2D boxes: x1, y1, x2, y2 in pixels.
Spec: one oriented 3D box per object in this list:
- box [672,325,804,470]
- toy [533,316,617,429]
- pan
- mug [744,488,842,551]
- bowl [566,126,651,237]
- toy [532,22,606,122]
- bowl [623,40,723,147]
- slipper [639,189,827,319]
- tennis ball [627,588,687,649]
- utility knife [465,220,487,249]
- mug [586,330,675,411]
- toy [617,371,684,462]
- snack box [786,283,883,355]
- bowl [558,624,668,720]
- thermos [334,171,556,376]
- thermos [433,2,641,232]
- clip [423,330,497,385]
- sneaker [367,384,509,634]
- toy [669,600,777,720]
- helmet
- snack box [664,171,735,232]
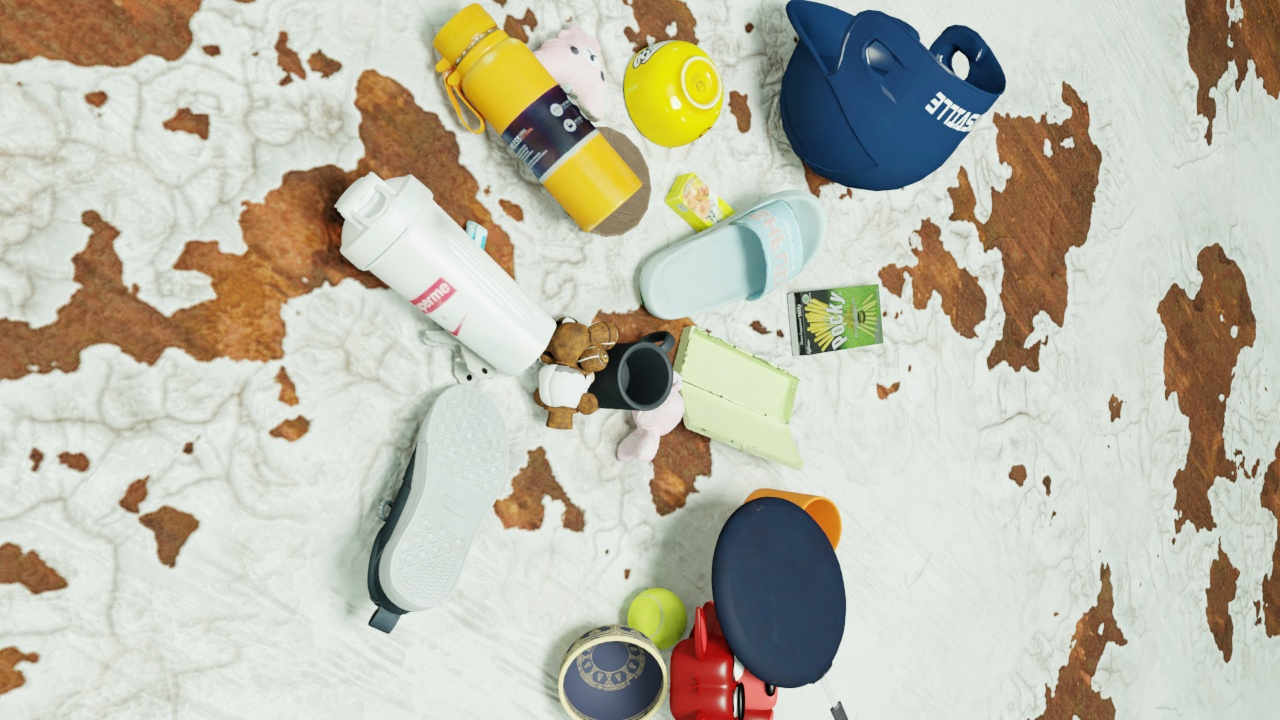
[{"bbox_3d":[0.117,0.049,1.086,0.187,0.047,0.140,22,53,-34],"label":"box"},{"bbox_3d":[-0.072,0.013,0.933,0.067,0.087,0.112,1,96,-58],"label":"toy"},{"bbox_3d":[0.186,0.315,0.975,0.198,0.021,0.356,-25,91,-44],"label":"pan"},{"bbox_3d":[0.178,0.213,1.096,0.077,0.096,0.112,7,85,-35],"label":"mug"},{"bbox_3d":[-0.044,-0.189,0.982,0.117,0.030,0.118,1,89,-34],"label":"bowl"},{"bbox_3d":[-0.068,-0.308,0.956,0.099,0.053,0.095,34,58,-34],"label":"toy"},{"bbox_3d":[0.048,-0.302,1.026,0.117,0.068,0.117,0,90,-35],"label":"bowl"},{"bbox_3d":[0.114,-0.112,1.040,0.245,0.074,0.104,-24,114,-17],"label":"slipper"},{"bbox_3d":[0.019,0.282,1.002,0.065,0.065,0.065,0,89,-35],"label":"tennis ball"},{"bbox_3d":[-0.172,-0.075,0.902,0.022,0.015,0.123,15,84,-29],"label":"utility knife"},{"bbox_3d":[-0.006,0.006,0.979,0.104,0.078,0.071,-47,115,-26],"label":"mug"},{"bbox_3d":[0.014,0.064,1.002,0.047,0.064,0.109,38,72,-30],"label":"toy"},{"bbox_3d":[0.256,-0.054,1.197,0.147,0.025,0.080,-8,94,-35],"label":"snack box"},{"bbox_3d":[-0.030,0.323,0.963,0.112,0.061,0.112,-1,106,-5],"label":"bowl"},{"bbox_3d":[-0.177,-0.081,0.840,0.220,0.099,0.099,42,67,-24],"label":"thermos"},{"bbox_3d":[-0.106,-0.231,0.890,0.091,0.076,0.232,-45,101,-20],"label":"thermos"},{"bbox_3d":[-0.165,-0.003,0.901,0.101,0.040,0.054,-3,78,-40],"label":"clip"},{"bbox_3d":[-0.191,0.132,0.848,0.089,0.088,0.234,32,49,-22],"label":"sneaker"},{"bbox_3d":[0.087,0.340,0.979,0.197,0.121,0.158,42,50,-70],"label":"toy"},{"bbox_3d":[0.268,-0.329,1.101,0.231,0.224,0.272,-15,69,-45],"label":"helmet"},{"bbox_3d":[0.093,-0.160,1.081,0.148,0.029,0.040,37,70,-29],"label":"snack box"}]
